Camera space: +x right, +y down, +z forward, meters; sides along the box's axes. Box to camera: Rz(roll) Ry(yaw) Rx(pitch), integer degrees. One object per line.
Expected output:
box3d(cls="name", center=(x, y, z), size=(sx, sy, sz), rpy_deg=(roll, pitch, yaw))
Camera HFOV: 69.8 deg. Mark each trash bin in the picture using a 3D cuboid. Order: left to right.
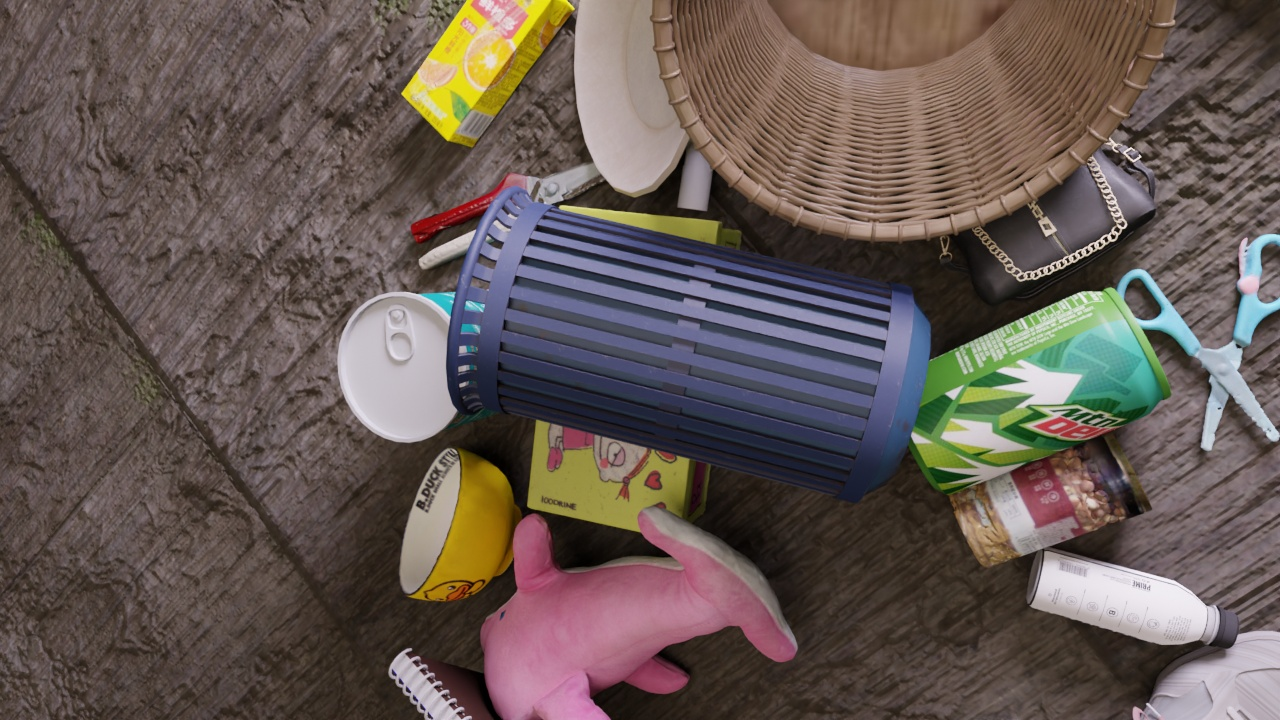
box3d(cls="trash bin", center=(0.030, -0.006, 0.537), size=(0.249, 0.139, 0.139), rpy_deg=(14, 100, 7))

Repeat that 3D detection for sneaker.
box3d(cls="sneaker", center=(0.323, 0.262, 0.559), size=(0.099, 0.089, 0.236), rpy_deg=(45, 108, 10))

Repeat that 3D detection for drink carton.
box3d(cls="drink carton", center=(-0.116, -0.234, 0.693), size=(0.058, 0.042, 0.135), rpy_deg=(46, 108, 11))

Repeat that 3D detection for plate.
box3d(cls="plate", center=(0.005, -0.206, 0.613), size=(0.189, 0.027, 0.189), rpy_deg=(21, 114, 60))

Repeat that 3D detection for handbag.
box3d(cls="handbag", center=(0.250, -0.090, 0.575), size=(0.129, 0.054, 0.079), rpy_deg=(-33, 73, 23))

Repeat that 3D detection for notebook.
box3d(cls="notebook", center=(-0.073, 0.292, 0.646), size=(0.209, 0.171, 0.022), rpy_deg=(37, 80, 28))

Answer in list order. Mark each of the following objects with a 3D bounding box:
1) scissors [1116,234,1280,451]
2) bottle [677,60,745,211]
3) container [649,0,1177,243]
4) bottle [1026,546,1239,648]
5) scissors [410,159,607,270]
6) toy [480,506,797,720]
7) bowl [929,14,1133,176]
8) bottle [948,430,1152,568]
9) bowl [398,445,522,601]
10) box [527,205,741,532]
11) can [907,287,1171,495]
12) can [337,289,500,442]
box3d(cls="scissors", center=(0.343, -0.012, 0.564), size=(0.118, 0.015, 0.139), rpy_deg=(11, 94, 19))
box3d(cls="bottle", center=(0.049, -0.202, 0.630), size=(0.052, 0.052, 0.195), rpy_deg=(11, 99, 19))
box3d(cls="container", center=(0.136, -0.209, 0.485), size=(0.227, 0.195, 0.227), rpy_deg=(8, 128, 10))
box3d(cls="bottle", center=(0.309, 0.153, 0.579), size=(0.116, 0.041, 0.041), rpy_deg=(14, 100, 18))
box3d(cls="scissors", center=(-0.097, -0.126, 0.713), size=(0.140, 0.015, 0.189), rpy_deg=(41, 106, 13))
box3d(cls="toy", center=(-0.028, 0.201, 0.641), size=(0.266, 0.127, 0.186), rpy_deg=(-28, 114, 35))
box3d(cls="bowl", center=(0.239, -0.153, 0.556), size=(0.120, 0.032, 0.119), rpy_deg=(-28, 43, 30))
box3d(cls="bottle", center=(0.257, 0.088, 0.583), size=(0.105, 0.056, 0.056), rpy_deg=(-27, 86, 21))
box3d(cls="bowl", center=(-0.134, 0.131, 0.713), size=(0.067, 0.117, 0.117), rpy_deg=(21, 106, -25))
box3d(cls="box", center=(-0.004, 0.004, 0.659), size=(0.124, 0.079, 0.221), rpy_deg=(12, 101, 18))
box3d(cls="can", center=(0.236, 0.020, 0.569), size=(0.144, 0.083, 0.083), rpy_deg=(-27, 86, 20))
box3d(cls="can", center=(-0.133, -0.002, 0.670), size=(0.099, 0.143, 0.099), rpy_deg=(2, 96, 20))
